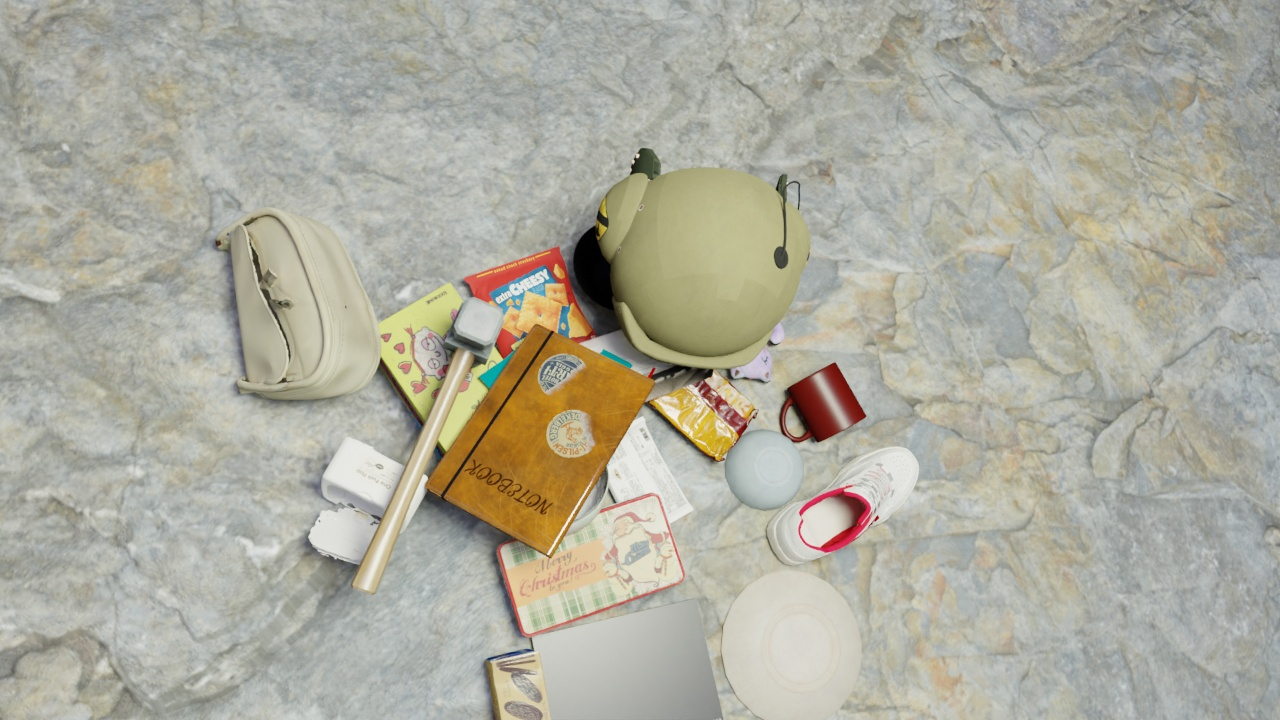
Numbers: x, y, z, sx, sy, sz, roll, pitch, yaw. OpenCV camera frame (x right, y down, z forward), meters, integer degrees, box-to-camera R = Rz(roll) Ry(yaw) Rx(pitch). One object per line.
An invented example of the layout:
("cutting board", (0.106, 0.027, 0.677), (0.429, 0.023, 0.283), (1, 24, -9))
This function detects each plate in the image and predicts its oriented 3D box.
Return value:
("plate", (0.195, 0.357, 1.140), (0.188, 0.027, 0.188), (4, 74, -14))

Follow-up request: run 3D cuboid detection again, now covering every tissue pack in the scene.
("tissue pack", (-0.007, 0.007, 1.142), (0.181, 0.071, 0.104), (-22, 55, -20))

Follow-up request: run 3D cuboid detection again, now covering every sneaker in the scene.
("sneaker", (0.278, 0.179, 1.169), (0.236, 0.104, 0.090), (-25, 83, -20))

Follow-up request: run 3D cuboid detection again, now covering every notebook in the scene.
("notebook", (-0.014, 0.379, 1.087), (0.206, 0.016, 0.149), (-9, 77, -17))
("notebook", (-0.113, 0.073, 1.036), (0.178, 0.014, 0.248), (26, 66, 13))

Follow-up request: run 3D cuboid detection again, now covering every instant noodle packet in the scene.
("instant noodle packet", (0.079, 0.057, 1.185), (0.135, 0.040, 0.098), (42, 68, -2))
("instant noodle packet", (-0.001, 0.147, 1.146), (0.087, 0.026, 0.134), (-27, 83, -20))

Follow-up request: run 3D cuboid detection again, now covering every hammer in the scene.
("hammer", (-0.228, 0.088, 0.973), (0.051, 0.117, 0.322), (23, 72, -10))

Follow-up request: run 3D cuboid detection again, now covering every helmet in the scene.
("helmet", (0.066, -0.105, 1.055), (0.250, 0.256, 0.232), (8, 68, -12))

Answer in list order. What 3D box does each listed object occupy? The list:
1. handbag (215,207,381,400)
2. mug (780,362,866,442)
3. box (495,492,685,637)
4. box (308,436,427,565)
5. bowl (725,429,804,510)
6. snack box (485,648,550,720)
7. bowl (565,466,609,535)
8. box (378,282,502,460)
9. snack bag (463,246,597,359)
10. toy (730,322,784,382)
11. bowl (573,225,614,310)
("handbag", (-0.408, -0.067, 1.021), (0.184, 0.131, 0.229), (-16, 76, 23))
("mug", (0.231, 0.063, 1.213), (0.106, 0.073, 0.082), (-30, 84, 10))
("box", (-0.058, 0.239, 1.080), (0.205, 0.050, 0.117), (-16, 79, -8))
("box", (-0.313, 0.172, 1.014), (0.110, 0.103, 0.129), (30, 60, -5))
("bowl", (0.165, 0.138, 1.181), (0.106, 0.039, 0.106), (2, 78, -11))
("snack box", (-0.125, 0.431, 1.021), (0.057, 0.056, 0.206), (-9, 78, -18))
("bowl", (-0.091, 0.148, 1.050), (0.116, 0.066, 0.116), (-1, 57, 2))
("box", (-0.217, 0.035, 1.091), (0.124, 0.082, 0.221), (-31, 84, -21))
("snack bag", (-0.135, -0.060, 1.160), (0.130, 0.039, 0.144), (-21, 81, -19))
("toy", (0.155, -0.020, 1.227), (0.080, 0.037, 0.099), (6, 72, -14))
("bowl", (-0.031, -0.115, 1.194), (0.124, 0.053, 0.124), (4, 74, -14))
